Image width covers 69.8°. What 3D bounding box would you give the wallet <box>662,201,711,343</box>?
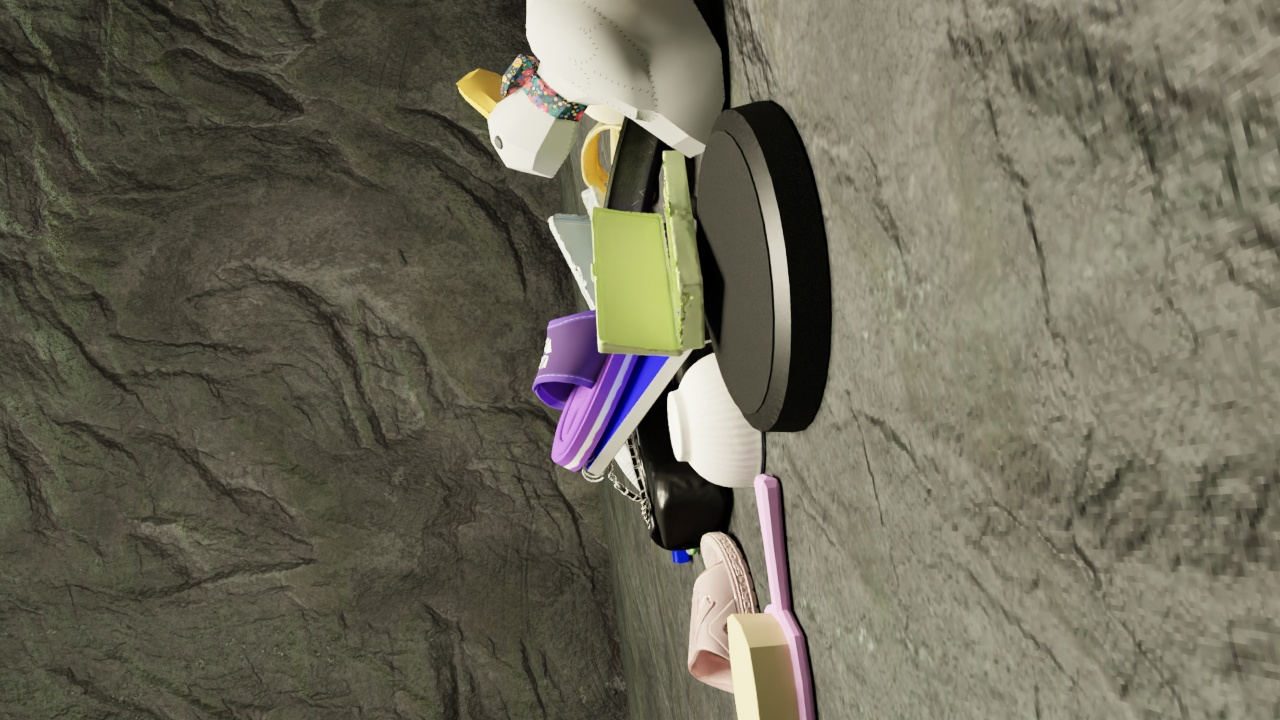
[{"bbox_3d":[0.047,-0.082,0.836,0.072,0.019,0.123,60,-165,-55],"label":"wallet"}]

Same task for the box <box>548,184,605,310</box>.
[{"bbox_3d":[-0.017,-0.116,1.116,0.083,0.122,0.215,-47,63,41],"label":"box"}]

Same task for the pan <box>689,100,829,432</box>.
[{"bbox_3d":[0.066,-0.083,0.693,0.356,0.034,0.225,-116,20,-67],"label":"pan"}]

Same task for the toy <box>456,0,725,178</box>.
[{"bbox_3d":[-0.035,-0.248,0.748,0.247,0.140,0.268,38,130,17],"label":"toy"}]

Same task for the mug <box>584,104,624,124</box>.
[{"bbox_3d":[-0.023,-0.315,0.980,0.120,0.096,0.099,-43,43,29],"label":"mug"}]

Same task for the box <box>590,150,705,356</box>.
[{"bbox_3d":[0.011,-0.092,0.730,0.187,0.091,0.084,-98,18,-47],"label":"box"}]

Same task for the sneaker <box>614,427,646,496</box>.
[{"bbox_3d":[0.006,0.073,1.075,0.235,0.087,0.089,54,-160,20],"label":"sneaker"}]

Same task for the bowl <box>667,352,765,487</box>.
[{"bbox_3d":[0.058,0.051,0.768,0.118,0.062,0.118,172,91,-83],"label":"bowl"}]

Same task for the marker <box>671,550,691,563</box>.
[{"bbox_3d":[0.045,0.189,1.169,0.027,0.023,0.133,157,105,-83],"label":"marker"}]

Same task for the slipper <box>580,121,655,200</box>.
[{"bbox_3d":[-0.036,-0.261,1.170,0.261,0.079,0.111,-112,20,-64],"label":"slipper"}]

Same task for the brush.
[{"bbox_3d":[0.095,0.202,0.701,0.089,0.043,0.228,-164,67,-82],"label":"brush"}]

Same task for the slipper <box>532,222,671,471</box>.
[{"bbox_3d":[-0.048,-0.029,0.902,0.266,0.084,0.107,-65,14,-15],"label":"slipper"}]

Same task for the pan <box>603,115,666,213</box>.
[{"bbox_3d":[0.006,-0.267,0.872,0.186,0.055,0.358,-71,-5,-62],"label":"pan"}]

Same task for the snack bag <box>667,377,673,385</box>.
[{"bbox_3d":[-0.014,0.008,1.175,0.155,0.018,0.075,19,121,45],"label":"snack bag"}]

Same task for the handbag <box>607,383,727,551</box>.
[{"bbox_3d":[0.019,0.116,0.940,0.125,0.114,0.153,89,167,-49],"label":"handbag"}]

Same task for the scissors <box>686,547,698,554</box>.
[{"bbox_3d":[0.035,0.159,1.135,0.160,0.024,0.171,129,132,-63],"label":"scissors"}]

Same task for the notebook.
[{"bbox_3d":[-0.005,0.005,0.920,0.172,0.022,0.208,-55,15,19],"label":"notebook"}]

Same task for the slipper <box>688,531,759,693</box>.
[{"bbox_3d":[0.077,0.264,0.829,0.094,0.064,0.239,92,167,-52],"label":"slipper"}]
